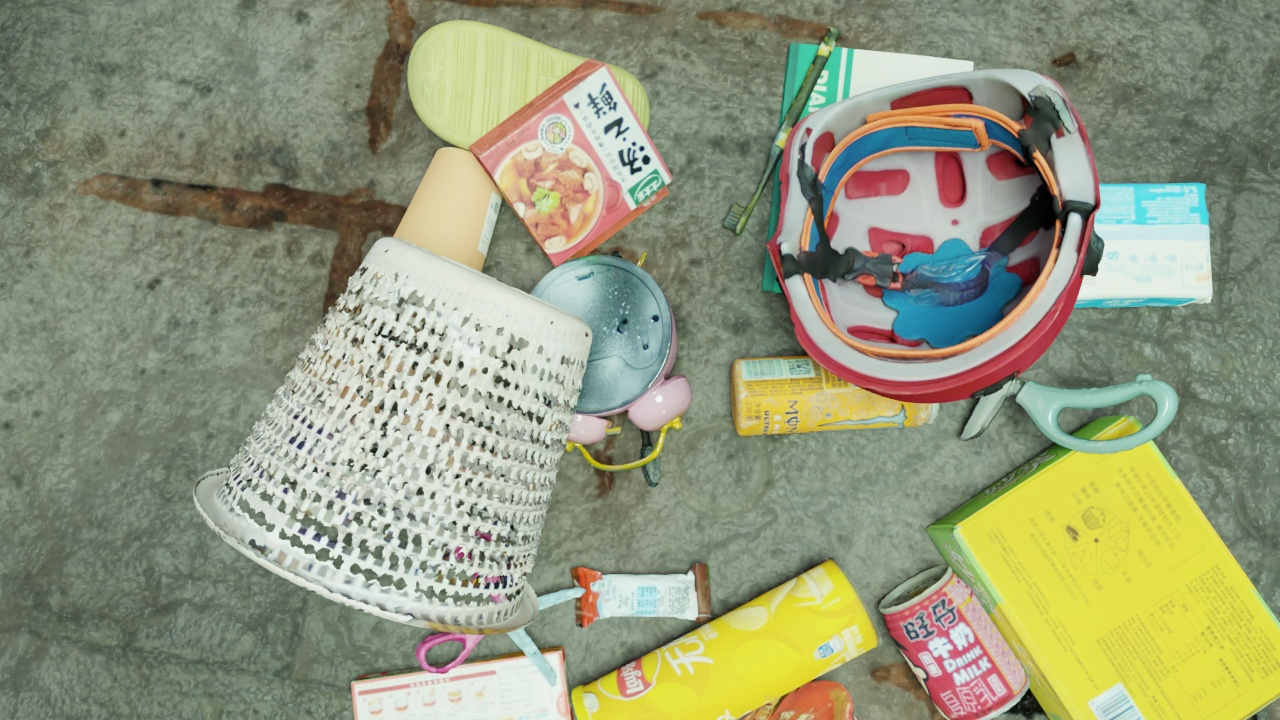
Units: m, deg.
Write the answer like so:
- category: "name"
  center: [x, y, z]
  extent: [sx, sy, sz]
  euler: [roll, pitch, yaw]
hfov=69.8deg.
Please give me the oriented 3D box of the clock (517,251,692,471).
- category: "clock"
  center: [-0.024, 0.003, 0.680]
  extent: [0.117, 0.060, 0.158]
  euler: [-14, 78, 12]

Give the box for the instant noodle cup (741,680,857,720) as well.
- category: "instant noodle cup"
  center: [0.116, 0.302, 0.612]
  extent: [0.138, 0.138, 0.108]
  euler: [-38, 91, -4]

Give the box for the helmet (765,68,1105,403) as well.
- category: "helmet"
  center: [0.204, -0.067, 0.627]
  extent: [0.207, 0.144, 0.239]
  euler: [-5, 66, 30]

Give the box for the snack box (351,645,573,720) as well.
- category: "snack box"
  center: [-0.128, 0.260, 0.671]
  extent: [0.156, 0.027, 0.077]
  euler: [-8, 82, 0]

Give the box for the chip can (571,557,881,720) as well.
- category: "chip can"
  center: [0.060, 0.219, 0.652]
  extent: [0.213, 0.072, 0.072]
  euler: [-26, 82, -4]

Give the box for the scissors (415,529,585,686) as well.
- category: "scissors"
  center: [-0.107, 0.188, 0.672]
  extent: [0.135, 0.017, 0.133]
  euler: [-37, 67, -12]

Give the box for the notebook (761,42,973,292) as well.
- category: "notebook"
  center: [0.182, -0.148, 0.733]
  extent: [0.150, 0.012, 0.209]
  euler: [7, 82, 3]

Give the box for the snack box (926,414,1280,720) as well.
- category: "snack box"
  center: [0.333, 0.167, 0.654]
  extent: [0.157, 0.070, 0.210]
  euler: [-32, 82, -4]

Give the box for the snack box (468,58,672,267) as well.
- category: "snack box"
  center: [-0.044, -0.137, 0.684]
  extent: [0.113, 0.044, 0.127]
  euler: [-38, 122, -4]

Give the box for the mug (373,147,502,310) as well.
- category: "mug"
  center: [-0.149, -0.095, 0.702]
  extent: [0.078, 0.078, 0.122]
  euler: [18, 78, 4]

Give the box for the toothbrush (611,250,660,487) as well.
- category: "toothbrush"
  center: [-0.004, 0.004, 0.712]
  extent: [0.014, 0.016, 0.189]
  euler: [-8, 81, -5]

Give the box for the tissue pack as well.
- category: "tissue pack"
  center: [0.356, -0.085, 0.693]
  extent: [0.140, 0.063, 0.090]
  euler: [0, 84, 4]

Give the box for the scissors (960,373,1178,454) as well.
- category: "scissors"
  center: [0.292, -0.016, 0.653]
  extent: [0.170, 0.019, 0.179]
  euler: [6, 89, 46]

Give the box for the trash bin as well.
- category: "trash bin"
  center: [-0.134, 0.036, 0.587]
  extent: [0.227, 0.227, 0.192]
  euler: [24, 90, 4]

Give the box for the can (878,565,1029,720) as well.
- category: "can"
  center: [0.220, 0.201, 0.653]
  extent: [0.066, 0.066, 0.094]
  euler: [-32, 82, -4]

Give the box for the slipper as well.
- category: "slipper"
  center: [-0.088, -0.199, 0.715]
  extent: [0.190, 0.082, 0.091]
  euler: [6, 95, -23]

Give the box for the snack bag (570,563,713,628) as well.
- category: "snack bag"
  center: [0.001, 0.175, 0.681]
  extent: [0.104, 0.026, 0.048]
  euler: [-4, 88, 0]

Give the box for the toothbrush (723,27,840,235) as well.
- category: "toothbrush"
  center: [0.113, -0.184, 0.729]
  extent: [0.017, 0.012, 0.185]
  euler: [25, 85, 18]

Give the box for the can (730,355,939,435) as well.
- category: "can"
  center: [0.142, 0.024, 0.684]
  extent: [0.146, 0.058, 0.058]
  euler: [-3, 82, 1]
